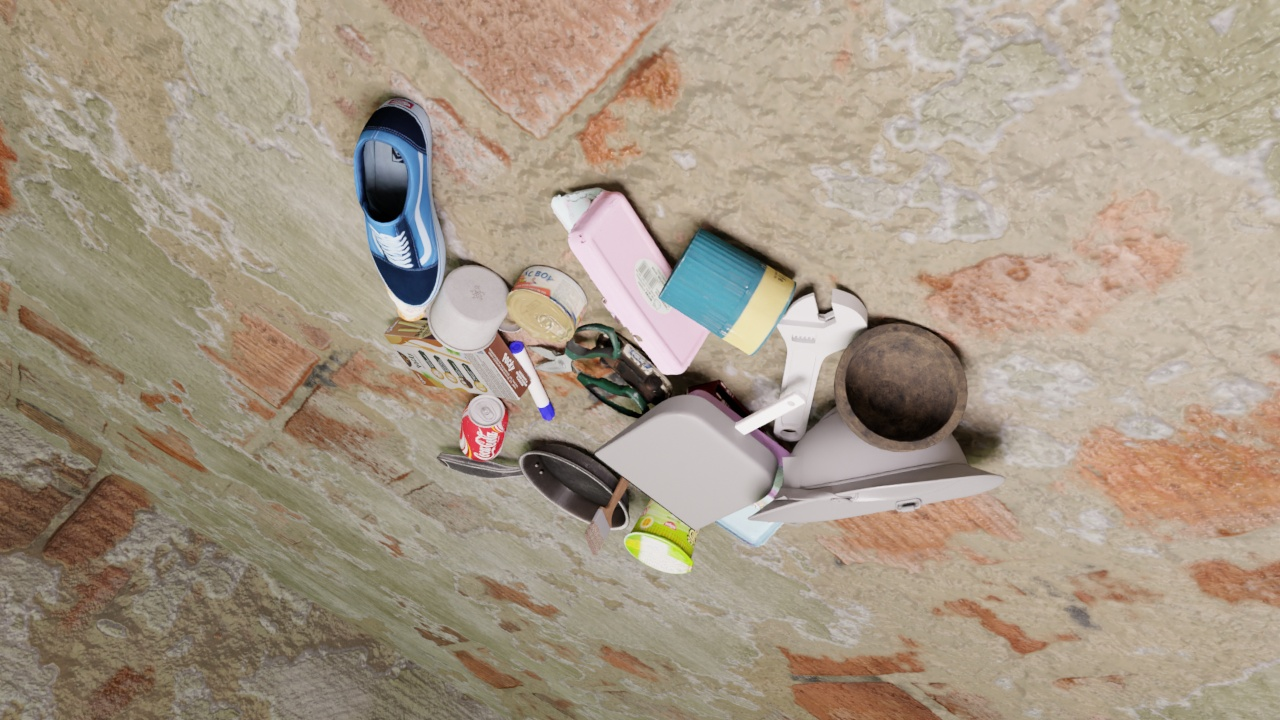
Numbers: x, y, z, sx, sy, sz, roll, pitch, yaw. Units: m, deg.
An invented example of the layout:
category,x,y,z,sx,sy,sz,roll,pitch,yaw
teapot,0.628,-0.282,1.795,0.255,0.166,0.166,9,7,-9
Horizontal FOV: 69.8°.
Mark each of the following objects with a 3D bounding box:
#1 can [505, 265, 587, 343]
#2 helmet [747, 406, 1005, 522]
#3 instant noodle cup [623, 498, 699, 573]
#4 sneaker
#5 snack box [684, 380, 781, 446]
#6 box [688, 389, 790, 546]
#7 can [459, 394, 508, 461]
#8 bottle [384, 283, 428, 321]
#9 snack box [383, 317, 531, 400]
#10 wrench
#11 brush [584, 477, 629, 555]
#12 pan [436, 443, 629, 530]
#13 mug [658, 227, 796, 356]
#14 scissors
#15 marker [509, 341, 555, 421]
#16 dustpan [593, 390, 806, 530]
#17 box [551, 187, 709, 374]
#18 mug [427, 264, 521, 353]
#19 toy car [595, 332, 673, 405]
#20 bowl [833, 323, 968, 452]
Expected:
category,x,y,z,sx,sy,sz,roll,pitch,yaw
can,-0.105,-0.063,1.033,0.086,0.043,0.086,18,146,13
helmet,0.232,0.097,0.961,0.272,0.117,0.183,-18,159,36
instant noodle cup,0.042,0.221,1.258,0.099,0.107,0.099,18,145,13
sneaker,-0.256,-0.138,0.937,0.083,0.098,0.242,13,132,6
snack box,0.112,0.084,1.094,0.051,0.031,0.141,-15,129,45
box,0.104,0.129,1.084,0.214,0.048,0.150,36,125,-14
can,-0.224,0.096,1.309,0.064,0.064,0.105,25,147,2
bottle,-0.271,-0.090,1.090,0.063,0.063,0.109,26,146,1
snack box,-0.240,-0.003,1.195,0.186,0.031,0.101,6,140,37
wrench,0.179,0.016,0.963,0.087,0.018,0.274,6,147,8
brush,-0.038,0.196,1.247,0.008,0.142,0.045,5,133,27
pan,-0.166,0.173,1.387,0.357,0.055,0.187,13,145,32
mug,0.079,-0.064,0.883,0.107,0.083,0.114,29,174,-3
scissors,-0.063,0.022,1.104,0.210,0.015,0.147,-9,119,55
marker,-0.141,0.029,1.202,0.020,0.020,0.142,10,143,24
dustpan,0.086,0.097,1.020,0.163,0.033,0.258,39,137,-16
box,-0.021,-0.079,0.928,0.103,0.086,0.202,9,145,46
mug,-0.185,-0.059,1.070,0.113,0.084,0.071,6,151,-24
toy car,-0.006,0.006,1.068,0.113,0.040,0.049,43,148,8
bowl,0.240,0.031,0.869,0.121,0.121,0.056,23,166,6
